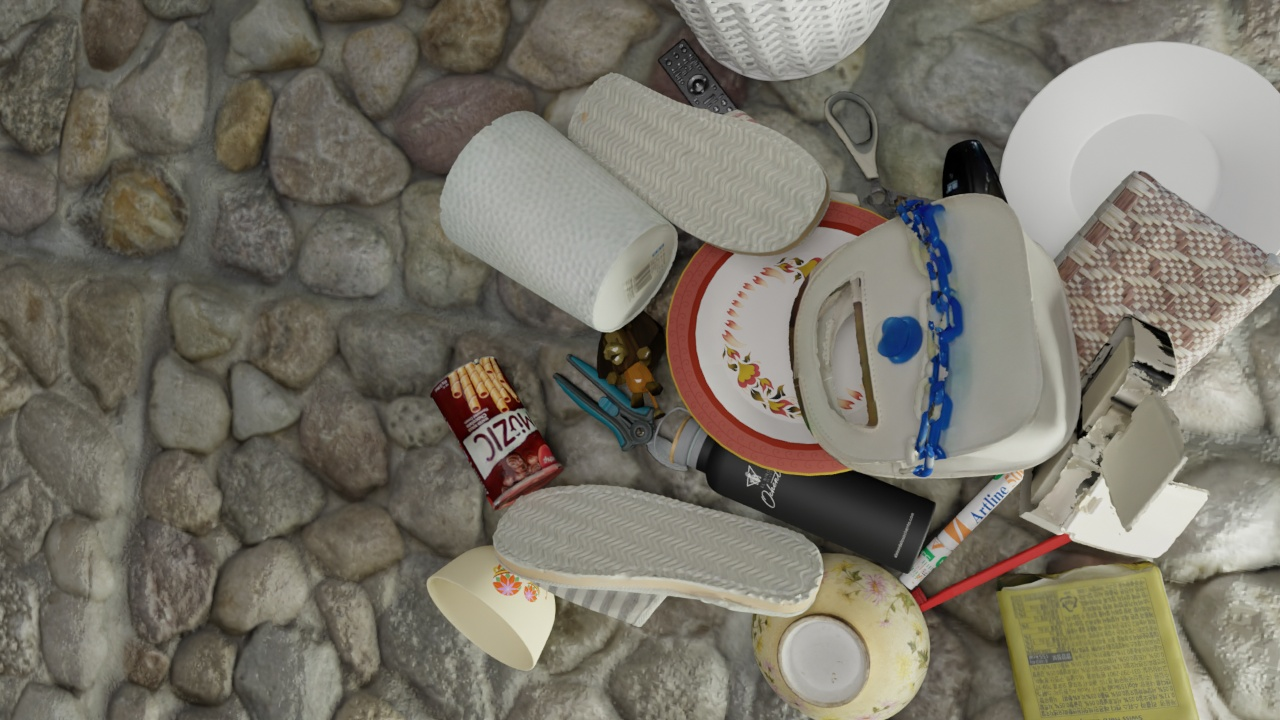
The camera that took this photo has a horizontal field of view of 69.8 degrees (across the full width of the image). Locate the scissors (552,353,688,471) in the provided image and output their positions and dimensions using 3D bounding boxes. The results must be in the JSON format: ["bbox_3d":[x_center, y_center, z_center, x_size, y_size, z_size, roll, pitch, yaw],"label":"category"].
[{"bbox_3d":[-0.014,0.043,0.815,0.136,0.019,0.139,-2,87,17],"label":"scissors"}]

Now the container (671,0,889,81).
[{"bbox_3d":[0.100,-0.334,0.703,0.189,0.186,0.189,0,88,17],"label":"container"}]

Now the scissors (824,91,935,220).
[{"bbox_3d":[0.181,-0.146,0.765,0.158,0.012,0.171,-14,86,16],"label":"scissors"}]

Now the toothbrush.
[{"bbox_3d":[0.291,0.155,0.724,0.213,0.012,0.018,-31,80,14],"label":"toothbrush"}]

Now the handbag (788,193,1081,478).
[{"bbox_3d":[0.190,-0.012,0.652,0.200,0.093,0.200,-18,65,36],"label":"handbag"}]

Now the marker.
[{"bbox_3d":[0.261,0.126,0.731,0.017,0.017,0.145,43,100,13],"label":"marker"}]

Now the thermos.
[{"bbox_3d":[0.118,0.099,0.752,0.231,0.061,0.061,21,94,16],"label":"thermos"}]

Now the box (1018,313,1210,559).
[{"bbox_3d":[0.326,0.076,0.593,0.099,0.183,0.144,27,123,12],"label":"box"}]

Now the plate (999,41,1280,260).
[{"bbox_3d":[0.385,-0.137,0.701,0.209,0.015,0.208,-1,88,17],"label":"plate"}]

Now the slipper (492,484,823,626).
[{"bbox_3d":[0.012,0.162,0.757,0.273,0.114,0.054,5,131,14],"label":"slipper"}]

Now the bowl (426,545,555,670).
[{"bbox_3d":[-0.118,0.204,0.808,0.118,0.118,0.073,31,55,15],"label":"bowl"}]

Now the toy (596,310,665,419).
[{"bbox_3d":[-0.005,0.005,0.788,0.076,0.062,0.100,-38,59,30],"label":"toy"}]

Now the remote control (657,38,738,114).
[{"bbox_3d":[0.066,-0.220,0.802,0.030,0.009,0.140,-37,79,13],"label":"remote control"}]

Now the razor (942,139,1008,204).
[{"bbox_3d":[0.256,-0.101,0.712,0.063,0.053,0.140,-5,81,-24],"label":"razor"}]

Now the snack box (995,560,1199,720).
[{"bbox_3d":[0.345,0.244,0.690,0.121,0.045,0.180,-14,82,18],"label":"snack box"}]

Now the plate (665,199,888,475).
[{"bbox_3d":[0.136,-0.021,0.748,0.230,0.021,0.229,-2,77,9],"label":"plate"}]

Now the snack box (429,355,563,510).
[{"bbox_3d":[-0.130,0.064,0.822,0.072,0.072,0.121,-35,79,13],"label":"snack box"}]

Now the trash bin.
[{"bbox_3d":[-0.063,-0.110,0.766,0.161,0.133,0.133,37,99,20],"label":"trash bin"}]

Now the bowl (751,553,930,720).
[{"bbox_3d":[0.151,0.229,0.730,0.145,0.063,0.145,0,90,23],"label":"bowl"}]

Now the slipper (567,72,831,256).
[{"bbox_3d":[0.047,-0.168,0.775,0.263,0.052,0.115,34,96,31],"label":"slipper"}]

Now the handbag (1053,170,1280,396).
[{"bbox_3d":[0.352,-0.032,0.677,0.124,0.046,0.186,40,119,13],"label":"handbag"}]
